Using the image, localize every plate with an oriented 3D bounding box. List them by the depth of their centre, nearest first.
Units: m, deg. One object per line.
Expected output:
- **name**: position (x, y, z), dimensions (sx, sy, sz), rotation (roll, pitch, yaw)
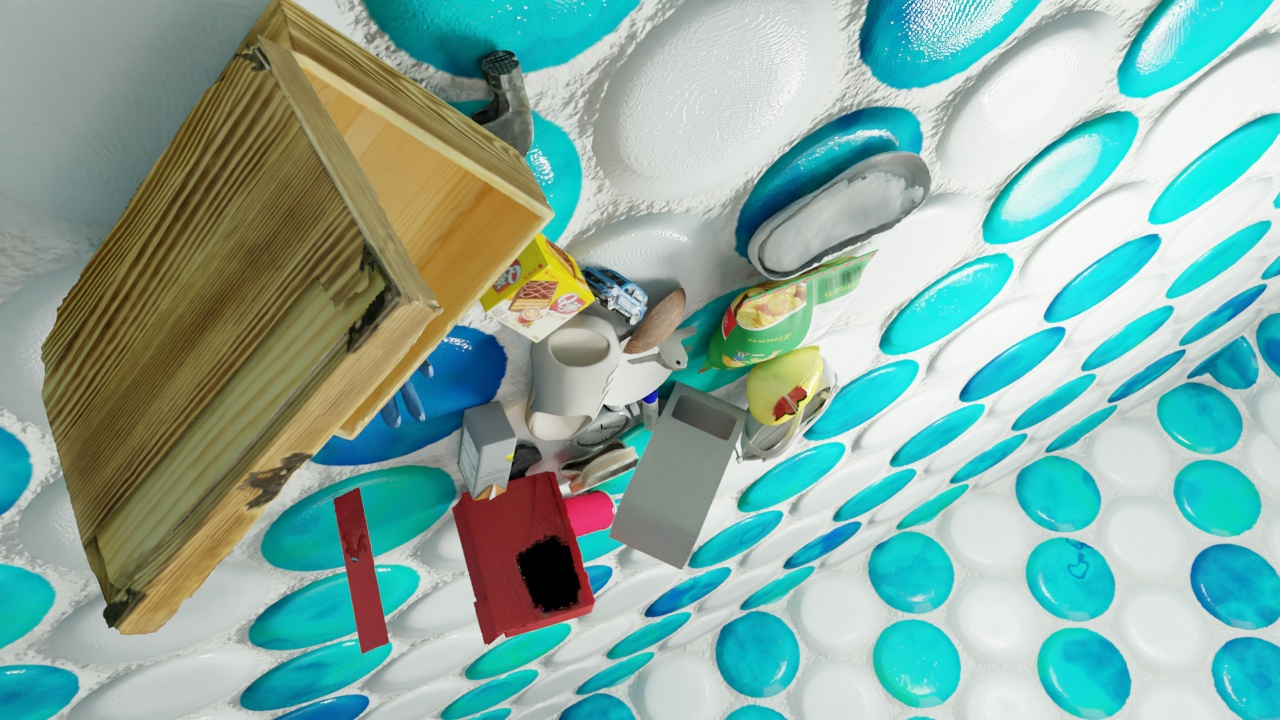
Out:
- **plate**: position (-0.007, 0.007, 1.231), dimensions (0.134, 0.011, 0.135), rotation (-23, 142, -20)

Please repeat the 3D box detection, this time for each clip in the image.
- **clip**: position (0.036, -0.013, 1.201), dimensions (0.101, 0.058, 0.052), rotation (-15, -172, -29)

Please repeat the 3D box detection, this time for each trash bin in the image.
- **trash bin**: position (0.057, 0.164, 1.330), dimensions (0.115, 0.114, 0.228), rotation (105, 10, -54)

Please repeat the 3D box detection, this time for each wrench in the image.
- **wrench**: position (-0.190, 0.197, 1.387), dimensions (0.073, 0.022, 0.274), rotation (-13, 148, -18)

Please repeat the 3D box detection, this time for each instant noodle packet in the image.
- **instant noodle packet**: position (0.189, -0.060, 1.229), dimensions (0.195, 0.090, 0.253), rotation (-21, 164, -17)

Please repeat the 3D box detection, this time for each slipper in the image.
- **slipper**: position (0.242, -0.174, 1.113), dimensions (0.246, 0.074, 0.112), rotation (-30, 122, -4)
- **slipper**: position (-0.091, 0.049, 1.145), dimensions (0.113, 0.080, 0.267), rotation (5, 145, -15)
- **slipper**: position (-0.063, 0.155, 1.362), dimensions (0.115, 0.052, 0.263), rotation (-21, 171, -13)

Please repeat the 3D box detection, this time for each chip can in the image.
- **chip can**: position (-0.132, 0.255, 1.456), dimensions (0.069, 0.069, 0.220), rotation (-45, 157, 28)

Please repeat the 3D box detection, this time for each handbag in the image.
- **handbag**: position (0.225, 0.100, 1.435), dimensions (0.216, 0.095, 0.222), rotation (-44, -173, 27)

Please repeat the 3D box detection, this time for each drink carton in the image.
- **drink carton**: position (-0.201, 0.118, 1.191), dimensions (0.048, 0.076, 0.125), rotation (-14, 145, -27)

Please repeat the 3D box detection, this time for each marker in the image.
- **marker**: position (0.014, 0.068, 1.359), dimensions (0.023, 0.027, 0.133), rotation (-24, 155, -9)

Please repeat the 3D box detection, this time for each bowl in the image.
- **bowl**: position (0.025, -0.042, 1.131), dimensions (0.102, 0.026, 0.114), rotation (-54, 170, 34)

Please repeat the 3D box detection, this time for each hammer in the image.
- **hammer**: position (-0.238, -0.147, 0.750), dimensions (0.318, 0.032, 0.130), rotation (-23, 153, -11)

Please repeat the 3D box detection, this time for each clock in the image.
- **clock**: position (-0.051, 0.082, 1.309), dimensions (0.123, 0.035, 0.094), rotation (-37, 152, 17)

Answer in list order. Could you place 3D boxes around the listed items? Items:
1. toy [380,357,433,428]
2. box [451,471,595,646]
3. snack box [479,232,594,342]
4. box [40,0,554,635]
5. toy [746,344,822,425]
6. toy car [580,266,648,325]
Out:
- **toy**: position (-0.246, -0.009, 0.938), dimensions (0.112, 0.071, 0.177), rotation (-19, 141, -24)
- **box**: position (-0.171, 0.294, 1.328), dimensions (0.164, 0.213, 0.153), rotation (-15, 151, -13)
- **snack box**: position (-0.112, -0.078, 0.950), dimensions (0.084, 0.061, 0.105), rotation (-35, 153, 12)
- **box**: position (-0.224, -0.025, 0.601), dimensions (0.280, 0.334, 0.286), rotation (-44, 135, 19)
- **toy**: position (0.210, 0.027, 1.352), dimensions (0.134, 0.092, 0.207), rotation (-50, 178, 16)
- **toy car**: position (-0.031, -0.078, 1.042), dimensions (0.043, 0.056, 0.120), rotation (-57, 154, 4)
